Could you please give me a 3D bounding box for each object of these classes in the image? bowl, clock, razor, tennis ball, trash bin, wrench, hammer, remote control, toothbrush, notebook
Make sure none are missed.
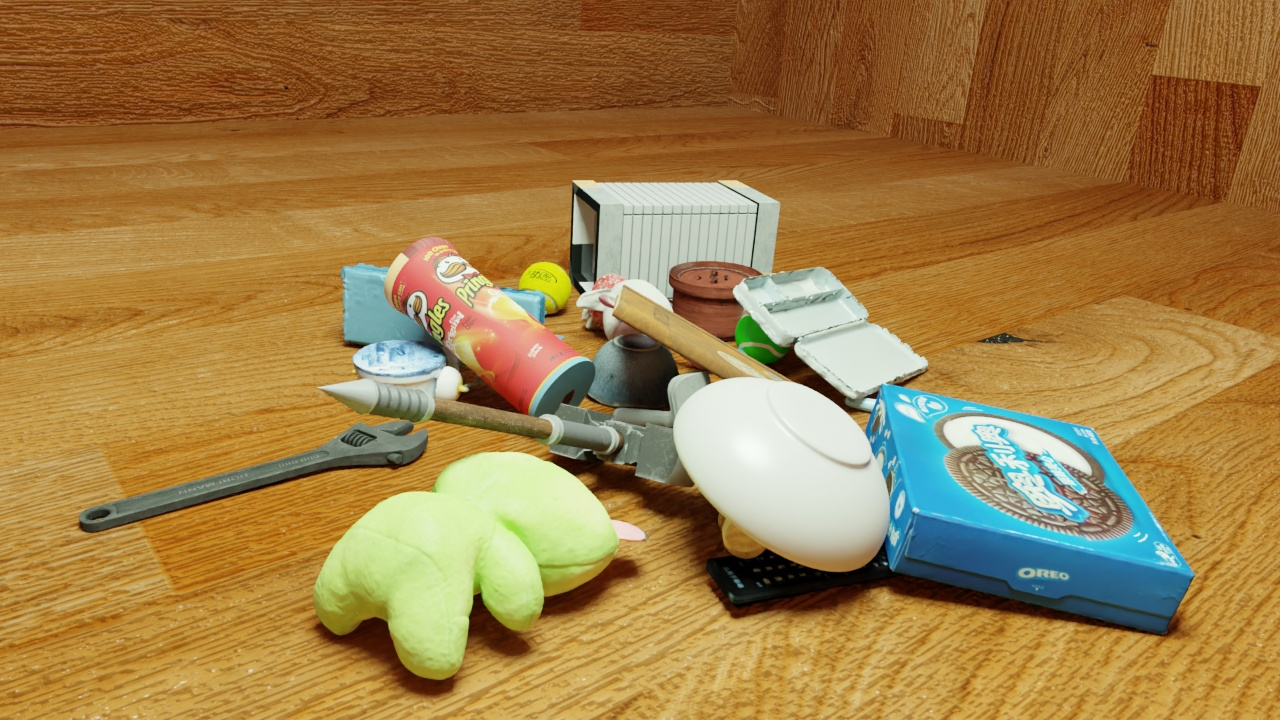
[{"bbox_3d":[0.114,0.066,0.669,0.176,0.066,0.176,25,27,-14],"label":"bowl"},{"bbox_3d":[0.107,-0.073,1.144,0.158,0.072,0.120,5,22,4],"label":"clock"},{"bbox_3d":[0.017,0.055,0.838,0.047,0.088,0.116,-17,11,-41],"label":"razor"},{"bbox_3d":[-0.006,0.006,0.957,0.110,0.055,0.110,4,22,-2],"label":"bowl"},{"bbox_3d":[0.141,-0.028,1.049,0.065,0.065,0.065,3,22,-2],"label":"tennis ball"},{"bbox_3d":[0.041,-0.161,1.255,0.246,0.143,0.142,-4,23,-18],"label":"trash bin"},{"bbox_3d":[-0.301,0.091,0.748,0.272,0.018,0.073,-15,29,-35],"label":"wrench"},{"bbox_3d":[-0.092,0.046,0.663,0.156,0.043,0.321,10,-4,38],"label":"hammer"},{"bbox_3d":[0.122,0.153,0.663,0.150,0.022,0.047,-4,23,-22],"label":"remote control"},{"bbox_3d":[-0.121,-0.091,1.159,0.065,0.065,0.065,3,22,-2],"label":"tennis ball"},{"bbox_3d":[-0.220,0.015,0.901,0.125,0.052,0.088,-1,22,-13],"label":"clock"},{"bbox_3d":[0.286,0.055,0.935,0.155,0.022,0.016,10,-19,15],"label":"toothbrush"},{"bbox_3d":[0.086,0.002,0.875,0.249,0.014,0.178,30,9,-5],"label":"notebook"}]

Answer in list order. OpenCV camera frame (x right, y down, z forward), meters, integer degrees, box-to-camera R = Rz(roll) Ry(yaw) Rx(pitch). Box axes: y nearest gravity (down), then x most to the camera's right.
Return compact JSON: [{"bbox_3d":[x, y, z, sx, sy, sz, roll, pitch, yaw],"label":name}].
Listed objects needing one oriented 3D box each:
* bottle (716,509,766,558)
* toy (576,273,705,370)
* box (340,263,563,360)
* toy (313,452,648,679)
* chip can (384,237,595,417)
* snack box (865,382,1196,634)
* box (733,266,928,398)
[{"bbox_3d":[0.081,0.101,0.715,0.059,0.060,0.165,5,17,3],"label":"bottle"},{"bbox_3d":[-0.012,-0.052,1.047,0.159,0.084,0.194,30,-5,-33],"label":"toy"},{"bbox_3d":[-0.207,-0.056,1.034,0.232,0.094,0.111,8,19,12],"label":"box"},{"bbox_3d":[-0.106,0.117,0.611,0.150,0.107,0.196,15,32,32],"label":"toy"},{"bbox_3d":[-0.148,-0.028,0.889,0.213,0.087,0.086,38,35,22],"label":"chip can"},{"bbox_3d":[0.292,0.105,0.738,0.195,0.056,0.238,12,23,4],"label":"snack box"},{"bbox_3d":[0.217,-0.035,1.035,0.191,0.045,0.208,45,33,21],"label":"box"}]
